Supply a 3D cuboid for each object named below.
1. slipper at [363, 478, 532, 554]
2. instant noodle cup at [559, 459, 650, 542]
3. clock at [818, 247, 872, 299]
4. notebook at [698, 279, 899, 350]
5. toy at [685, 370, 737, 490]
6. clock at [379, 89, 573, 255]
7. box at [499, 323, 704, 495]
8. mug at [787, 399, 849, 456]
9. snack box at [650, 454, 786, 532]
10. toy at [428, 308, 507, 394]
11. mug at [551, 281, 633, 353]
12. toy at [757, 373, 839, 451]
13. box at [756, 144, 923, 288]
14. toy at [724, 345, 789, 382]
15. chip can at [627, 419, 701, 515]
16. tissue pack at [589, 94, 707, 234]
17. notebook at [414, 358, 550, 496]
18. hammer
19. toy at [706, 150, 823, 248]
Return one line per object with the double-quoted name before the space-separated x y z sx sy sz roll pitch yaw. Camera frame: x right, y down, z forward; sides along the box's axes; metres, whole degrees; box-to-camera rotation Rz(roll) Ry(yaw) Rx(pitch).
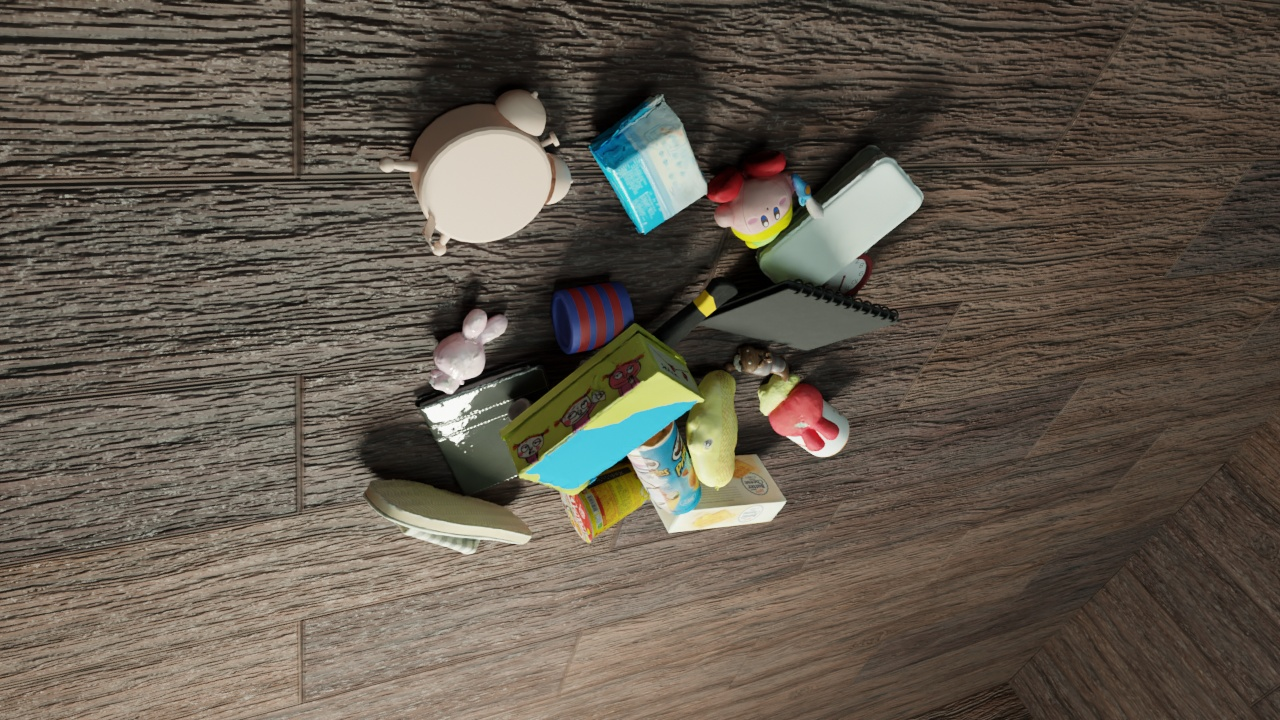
"slipper" -0.252 0.213 1.226 0.272 0.114 0.054 23 94 -49
"instant noodle cup" -0.048 0.201 1.354 0.112 0.100 0.101 -22 142 -23
"clock" 0.264 -0.114 1.239 0.087 0.044 0.125 -11 137 -22
"notebook" 0.214 -0.057 1.222 0.231 0.019 0.170 11 159 -40
"toy" 0.105 0.099 1.292 0.065 0.170 0.154 1 -178 25
"clock" -0.148 -0.174 0.886 0.160 0.086 0.131 -32 142 -7
"box" -0.047 0.066 1.106 0.221 0.079 0.124 -37 145 18
"mug" 0.271 0.099 1.447 0.082 0.082 0.105 -42 139 15
"snack box" 0.117 0.208 1.451 0.207 0.104 0.058 0 132 -32
"toy" -0.201 -0.014 1.054 0.110 0.047 0.063 -49 146 9
"mug" -0.063 -0.045 1.095 0.076 0.075 0.112 -11 165 -22
"toy" 0.235 0.076 1.369 0.092 0.135 0.045 -53 167 26
"box" 0.243 -0.164 1.138 0.214 0.063 0.118 -41 111 16
"toy" 0.174 0.004 1.315 0.101 0.041 0.055 3 154 -24
"chip can" 0.029 0.140 1.270 0.080 0.079 0.230 -28 145 -3
"tissue pack" 0.010 -0.205 0.963 0.093 0.061 0.144 -33 144 1
"notebook" -0.182 0.088 1.193 0.169 0.029 0.209 -21 144 -9
"hammer" -0.007 0.007 1.171 0.325 0.034 0.170 -40 144 10
"toy" 0.143 -0.182 1.076 0.124 0.097 0.131 -34 124 -5
